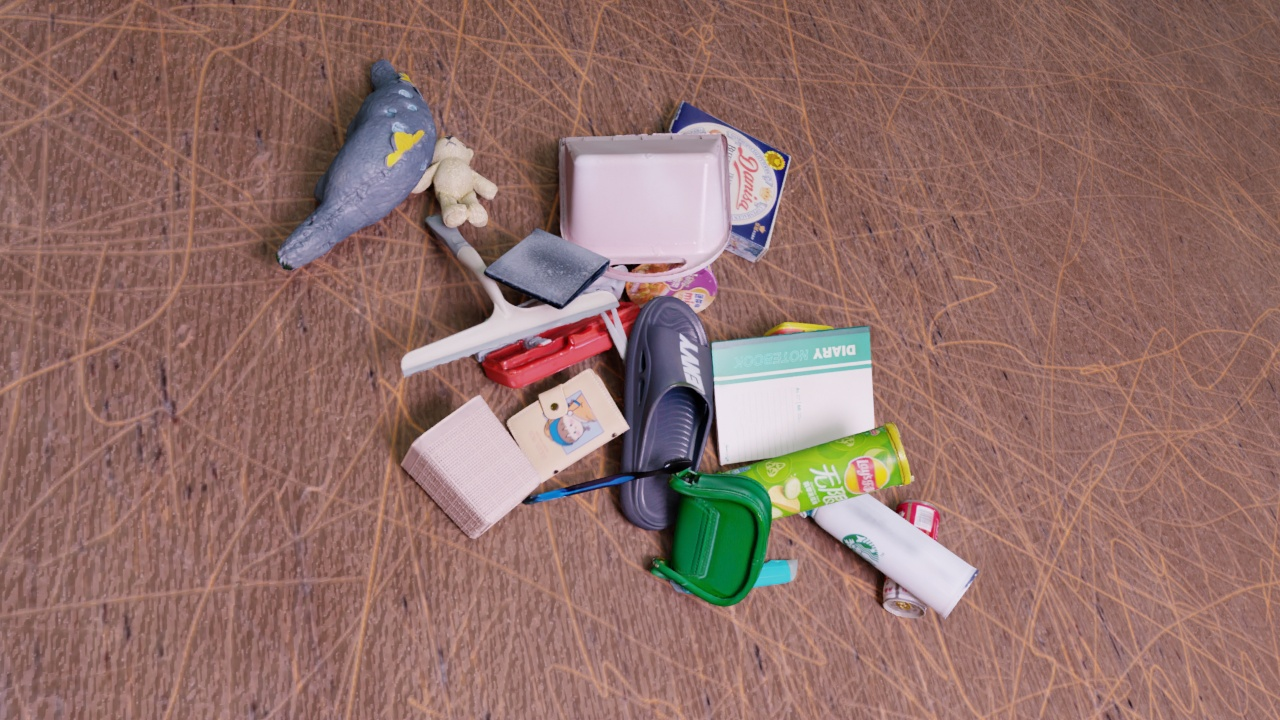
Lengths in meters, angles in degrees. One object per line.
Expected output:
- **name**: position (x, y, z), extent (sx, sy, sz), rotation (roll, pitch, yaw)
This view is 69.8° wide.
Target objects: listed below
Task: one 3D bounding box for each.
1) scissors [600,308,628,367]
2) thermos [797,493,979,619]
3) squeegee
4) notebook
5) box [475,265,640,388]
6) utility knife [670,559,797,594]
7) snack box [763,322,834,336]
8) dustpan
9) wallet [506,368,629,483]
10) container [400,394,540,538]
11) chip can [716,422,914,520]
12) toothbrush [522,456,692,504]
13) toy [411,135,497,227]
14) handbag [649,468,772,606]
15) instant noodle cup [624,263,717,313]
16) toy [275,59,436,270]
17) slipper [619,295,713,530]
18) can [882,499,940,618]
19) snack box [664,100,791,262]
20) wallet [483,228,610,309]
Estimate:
- **scissors**: position (-0.016, 0.016, 1.052), extent (0.173, 0.012, 0.128), rotation (39, 68, -34)
- **thermos**: position (0.271, 0.202, 1.058), extent (0.224, 0.073, 0.073), rotation (36, 54, 23)
- **squeegee**: position (-0.188, -0.108, 1.018), extent (0.246, 0.039, 0.246), rotation (-20, 48, -24)
- **notebook**: position (0.188, 0.041, 1.116), extent (0.209, 0.012, 0.150), rotation (-6, 96, -15)
- **box**: position (-0.094, -0.049, 1.053), extent (0.200, 0.094, 0.092), rotation (-26, 115, -30)
- **utility knife**: position (0.108, 0.245, 1.037), extent (0.161, 0.013, 0.029), rotation (-1, 62, -20)
- **snack box**: position (0.204, -0.001, 1.163), extent (0.091, 0.082, 0.080), rotation (5, 73, -20)
- **dustpan**: position (0.002, -0.197, 1.137), extent (0.222, 0.139, 0.273), rotation (-1, 20, 2)
- **wallet**: position (-0.082, 0.069, 1.011), extent (0.115, 0.024, 0.087), rotation (-32, 77, 2)
- **container**: position (-0.172, 0.113, 0.943), extent (0.089, 0.090, 0.111), rotation (-38, 86, -33)
- **chip can**: position (0.187, 0.133, 1.031), extent (0.221, 0.072, 0.072), rotation (-18, 69, 7)
- **toothbrush**: position (-0.036, 0.129, 0.982), extent (0.189, 0.014, 0.016), rotation (-14, 24, 6)
- **toy**: position (-0.219, -0.208, 1.083), extent (0.105, 0.066, 0.157), rotation (-7, 47, -18)
- **handbag**: position (0.077, 0.187, 0.979), extent (0.120, 0.131, 0.067), rotation (12, 13, 13)
- **instant noodle cup**: position (0.040, -0.125, 1.145), extent (0.111, 0.112, 0.099), rotation (15, 53, -15)
- **toy**: position (-0.304, -0.235, 1.045), extent (0.138, 0.091, 0.355), rotation (-2, 52, 18)
- **slipper**: position (0.043, 0.057, 1.026), extent (0.110, 0.083, 0.267), rotation (16, 75, -34)
- **can**: position (0.326, 0.238, 1.105), extent (0.053, 0.053, 0.132), rotation (25, 58, -9)
- **snack box**: position (0.106, -0.248, 1.267), extent (0.182, 0.046, 0.177), rotation (24, 59, -9)
- **wallet**: position (-0.100, -0.101, 0.996), extent (0.097, 0.019, 0.120), rotation (24, 36, 13)
